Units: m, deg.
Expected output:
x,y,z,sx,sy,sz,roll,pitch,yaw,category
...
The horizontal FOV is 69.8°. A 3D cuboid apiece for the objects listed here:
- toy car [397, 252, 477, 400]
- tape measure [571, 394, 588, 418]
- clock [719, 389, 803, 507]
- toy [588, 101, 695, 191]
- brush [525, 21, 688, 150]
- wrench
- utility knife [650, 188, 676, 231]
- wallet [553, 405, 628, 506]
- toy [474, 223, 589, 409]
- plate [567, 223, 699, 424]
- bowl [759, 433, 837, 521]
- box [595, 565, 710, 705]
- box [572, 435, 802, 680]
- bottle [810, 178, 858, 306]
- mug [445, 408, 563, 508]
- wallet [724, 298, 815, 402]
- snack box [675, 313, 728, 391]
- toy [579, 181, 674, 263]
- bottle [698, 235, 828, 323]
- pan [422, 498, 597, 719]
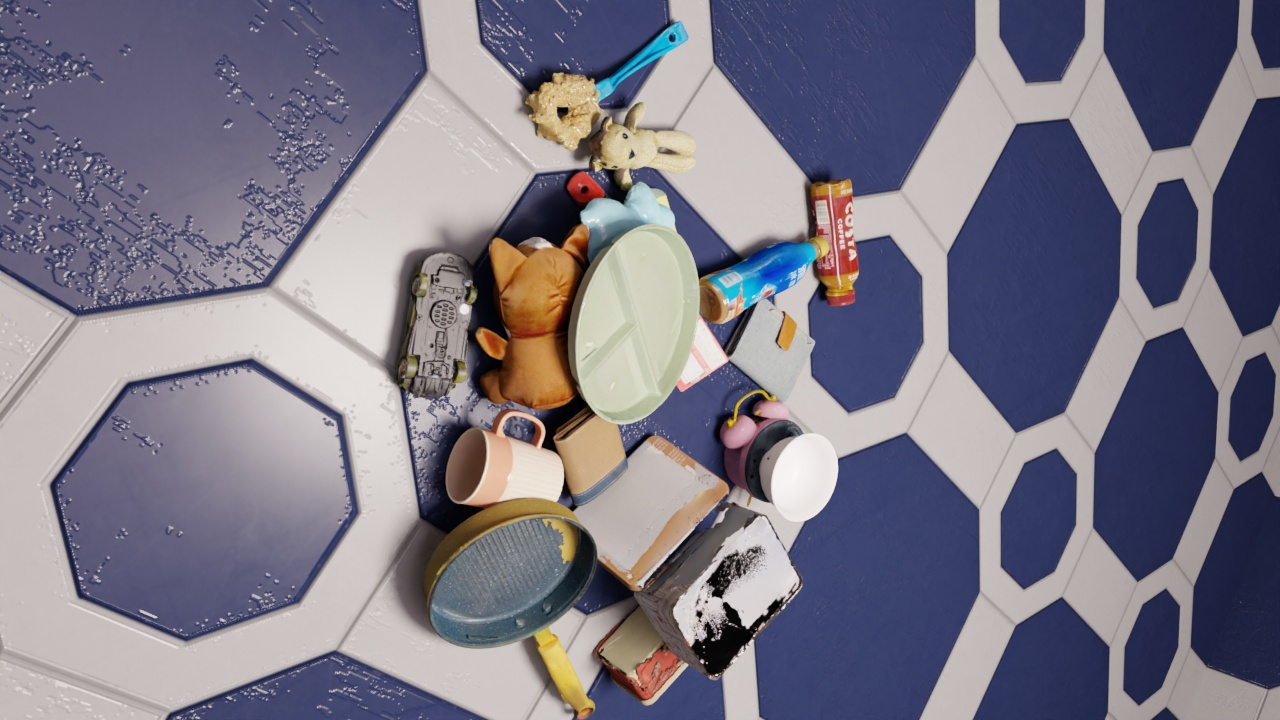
x,y,z,sx,sy,sz,roll,pitch,yaw,category
-0.215,-0.037,0.972,0.070,0.042,0.158,9,93,-37,toy car
-0.053,0.061,1.117,0.058,0.025,0.054,15,90,-37,tape measure
0.167,0.116,1.265,0.117,0.060,0.158,-27,114,-29,clock
0.005,-0.248,1.084,0.157,0.066,0.105,-8,121,-45,toy
-0.032,-0.328,1.065,0.254,0.046,0.083,-43,115,-27,brush
0.000,-0.122,1.126,0.056,0.016,0.273,-42,120,-6,wrench
0.044,-0.123,1.161,0.030,0.021,0.205,-28,111,-25,utility knife
-0.059,0.109,1.093,0.090,0.033,0.115,-38,137,-26,wallet
-0.114,-0.049,1.000,0.139,0.130,0.200,-23,131,-36,toy
-0.006,-0.041,1.036,0.229,0.027,0.230,-27,124,-48,plate
0.196,0.147,1.214,0.118,0.065,0.118,-8,104,-34,bowl
0.029,0.346,1.182,0.168,0.091,0.076,-42,122,-24,box
0.056,0.232,1.111,0.179,0.134,0.270,-41,87,-23,box
0.276,-0.166,1.299,0.057,0.057,0.175,-18,108,-33,bottle
-0.145,0.113,1.022,0.105,0.082,0.114,21,88,-38,mug
0.183,-0.017,1.269,0.129,0.037,0.106,37,76,-34,wallet
0.042,-0.038,1.152,0.075,0.025,0.153,-34,119,4,snack box
-0.015,-0.143,1.061,0.161,0.050,0.156,44,53,-42,toy
0.168,-0.117,1.225,0.218,0.065,0.065,-28,113,-31,bottle
-0.120,0.304,1.062,0.197,0.078,0.358,-27,133,-11,pan
